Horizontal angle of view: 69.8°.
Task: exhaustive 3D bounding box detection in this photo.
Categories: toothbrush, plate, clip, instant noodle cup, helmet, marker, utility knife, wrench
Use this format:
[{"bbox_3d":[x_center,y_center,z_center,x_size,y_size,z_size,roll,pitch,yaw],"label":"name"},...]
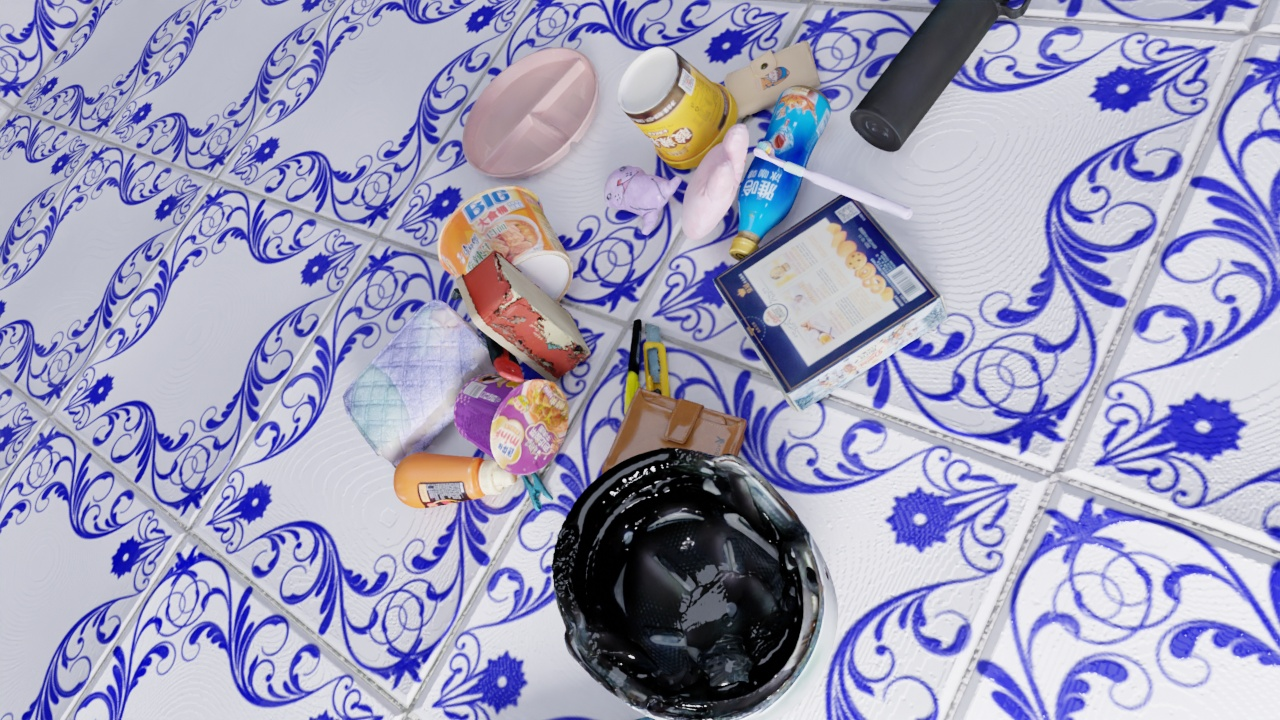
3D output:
[{"bbox_3d":[0.207,-0.194,0.988,0.189,0.021,0.029,30,36,24],"label":"toothbrush"},{"bbox_3d":[-0.158,-0.356,1.333,0.230,0.028,0.229,-13,60,23],"label":"plate"},{"bbox_3d":[-0.120,0.146,1.049,0.047,0.014,0.057,-39,52,8],"label":"clip"},{"bbox_3d":[-0.155,0.066,1.059,0.099,0.111,0.111,15,72,44],"label":"instant noodle cup"},{"bbox_3d":[0.060,0.215,0.822,0.229,0.157,0.274,-49,42,-10],"label":"helmet"},{"bbox_3d":[-0.006,0.006,1.058,0.015,0.018,0.124,-8,60,23],"label":"marker"},{"bbox_3d":[0.042,-0.316,1.134,0.119,0.114,0.118,-17,60,32],"label":"instant noodle cup"},{"bbox_3d":[-0.161,-0.124,1.141,0.151,0.151,0.111,-39,61,5],"label":"instant noodle cup"},{"bbox_3d":[0.016,0.032,1.032,0.033,0.015,0.180,-15,59,17],"label":"utility knife"},{"bbox_3d":[-0.182,-0.033,1.111,0.016,0.056,0.273,-63,29,13],"label":"wrench"}]

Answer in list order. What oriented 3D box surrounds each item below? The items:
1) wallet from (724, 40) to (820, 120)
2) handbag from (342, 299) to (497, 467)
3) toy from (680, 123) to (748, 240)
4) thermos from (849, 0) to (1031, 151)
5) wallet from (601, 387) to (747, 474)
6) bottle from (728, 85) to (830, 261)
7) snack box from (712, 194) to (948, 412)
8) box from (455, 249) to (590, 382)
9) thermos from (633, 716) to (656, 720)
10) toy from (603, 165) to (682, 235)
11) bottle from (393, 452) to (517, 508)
[{"bbox_3d":[0.164,-0.357,1.158,0.115,0.024,0.087,-20,55,20],"label":"wallet"},{"bbox_3d":[-0.273,0.028,1.160,0.194,0.075,0.134,-47,56,1],"label":"handbag"},{"bbox_3d":[0.087,-0.203,1.052,0.054,0.160,0.121,21,77,-5],"label":"toy"},{"bbox_3d":[0.341,-0.345,1.023,0.242,0.068,0.090,-52,48,-5],"label":"thermos"},{"bbox_3d":[0.036,0.093,0.968,0.132,0.031,0.107,17,74,22],"label":"wallet"},{"bbox_3d":[0.155,-0.212,1.059,0.065,0.065,0.218,14,73,34],"label":"bottle"},{"bbox_3d":[0.194,-0.067,0.969,0.183,0.046,0.177,-33,53,9],"label":"snack box"},{"bbox_3d":[-0.126,-0.052,1.061,0.076,0.168,0.091,-37,52,10],"label":"box"},{"bbox_3d":[-0.039,0.373,0.848,0.221,0.070,0.070,-22,56,17],"label":"thermos"},{"bbox_3d":[-0.005,-0.210,1.162,0.108,0.039,0.084,31,90,36],"label":"toy"},{"bbox_3d":[-0.214,0.139,1.078,0.150,0.067,0.066,-5,62,18],"label":"bottle"}]
